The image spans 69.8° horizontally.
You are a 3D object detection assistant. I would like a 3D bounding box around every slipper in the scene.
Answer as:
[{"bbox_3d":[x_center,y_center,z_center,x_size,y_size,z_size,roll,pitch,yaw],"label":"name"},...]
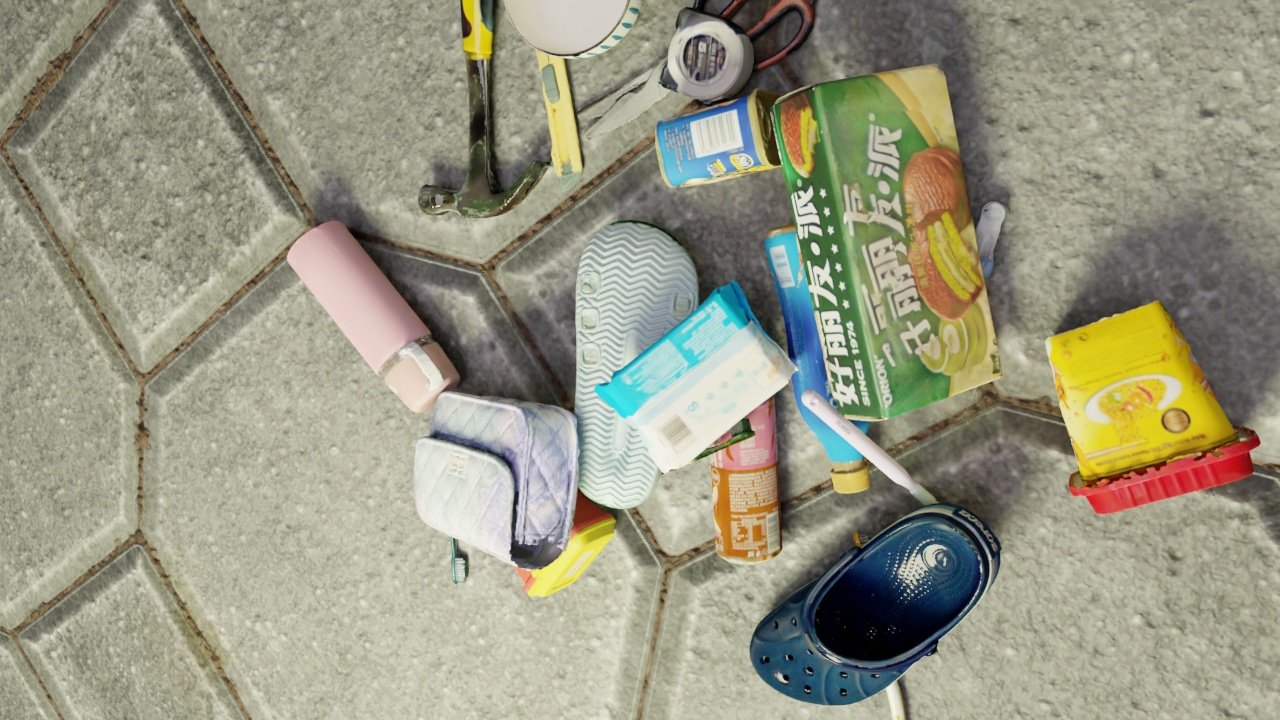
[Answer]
[{"bbox_3d":[0.178,0.209,0.728,0.105,0.095,0.254,54,127,18],"label":"slipper"},{"bbox_3d":[-0.005,0.005,0.788,0.104,0.074,0.245,8,97,11],"label":"slipper"}]

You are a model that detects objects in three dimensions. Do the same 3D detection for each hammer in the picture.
[{"bbox_3d":[-0.140,-0.288,0.806,0.126,0.031,0.323,6,103,21],"label":"hammer"}]

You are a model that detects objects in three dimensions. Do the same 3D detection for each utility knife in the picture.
[{"bbox_3d":[-0.077,-0.248,0.800,0.031,0.021,0.198,-6,95,25],"label":"utility knife"}]

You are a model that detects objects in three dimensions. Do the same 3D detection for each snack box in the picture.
[{"bbox_3d":[0.180,-0.085,0.668,0.063,0.114,0.240,1,106,65],"label":"snack box"},{"bbox_3d":[-0.083,0.161,0.855,0.080,0.081,0.091,45,113,18],"label":"snack box"}]

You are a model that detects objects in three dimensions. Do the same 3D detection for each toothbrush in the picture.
[{"bbox_3d":[0.033,0.083,0.785,0.186,0.012,0.017,-30,71,49],"label":"toothbrush"},{"bbox_3d":[-0.187,0.137,0.926,0.018,0.016,0.192,2,103,12],"label":"toothbrush"},{"bbox_3d":[0.209,0.237,0.785,0.018,0.016,0.191,-13,96,15],"label":"toothbrush"},{"bbox_3d":[0.191,0.082,0.712,0.189,0.021,0.029,39,104,-18],"label":"toothbrush"}]

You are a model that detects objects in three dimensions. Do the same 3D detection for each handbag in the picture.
[{"bbox_3d":[-0.134,0.098,0.810,0.194,0.075,0.134,3,88,54],"label":"handbag"}]

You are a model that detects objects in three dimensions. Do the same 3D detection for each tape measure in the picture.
[{"bbox_3d":[0.054,-0.236,0.719,0.066,0.033,0.066,27,113,16],"label":"tape measure"}]

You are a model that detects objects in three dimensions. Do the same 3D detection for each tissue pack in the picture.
[{"bbox_3d":[0.044,0.013,0.711,0.140,0.063,0.090,-40,91,7],"label":"tissue pack"}]

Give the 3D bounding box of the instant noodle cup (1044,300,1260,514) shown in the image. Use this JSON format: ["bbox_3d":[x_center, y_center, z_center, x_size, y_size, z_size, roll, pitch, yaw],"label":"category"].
[{"bbox_3d":[0.343,0.030,0.637,0.116,0.116,0.123,-22,81,25],"label":"instant noodle cup"}]

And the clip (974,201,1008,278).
[{"bbox_3d":[0.260,-0.092,0.691,0.026,0.041,0.058,20,107,19],"label":"clip"}]

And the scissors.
[{"bbox_3d":[0.034,-0.257,0.750,0.205,0.015,0.197,16,108,18],"label":"scissors"}]

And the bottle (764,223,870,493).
[{"bbox_3d":[0.150,-0.003,0.729,0.065,0.065,0.219,-10,98,24],"label":"bottle"}]

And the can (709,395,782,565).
[{"bbox_3d":[0.089,0.095,0.779,0.058,0.057,0.147,0,101,22],"label":"can"}]

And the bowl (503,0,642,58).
[{"bbox_3d":[-0.047,-0.303,0.744,0.117,0.066,0.116,4,102,22],"label":"bowl"}]

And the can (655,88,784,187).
[{"bbox_3d":[0.068,-0.168,0.708,0.083,0.101,0.057,-9,98,26],"label":"can"}]

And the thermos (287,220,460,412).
[{"bbox_3d":[-0.254,-0.043,0.878,0.198,0.067,0.087,51,159,7],"label":"thermos"}]
